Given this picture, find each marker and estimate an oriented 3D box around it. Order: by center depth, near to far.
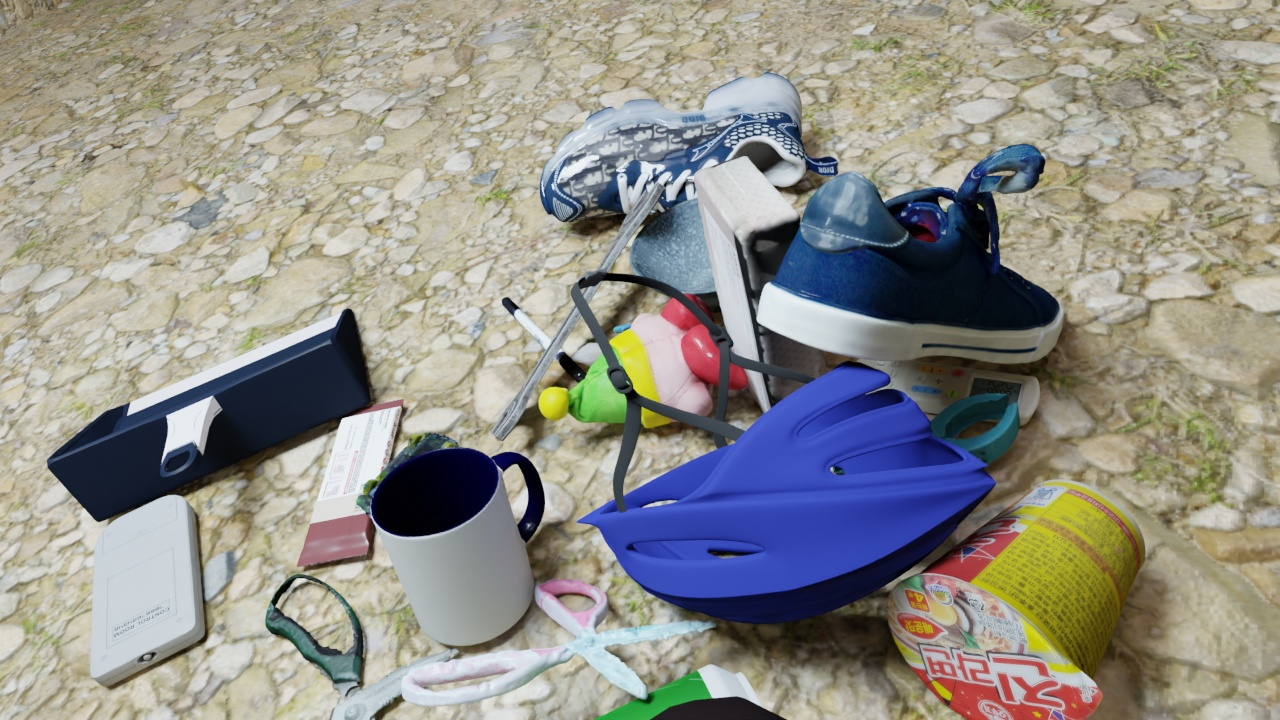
[{"bbox_3d":[-0.084,-0.020,0.786,0.011,0.011,0.152,-32,42,-15],"label":"marker"}]

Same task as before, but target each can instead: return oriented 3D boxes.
[{"bbox_3d":[0.001,0.212,0.439,0.140,0.088,0.087,-23,41,-6],"label":"can"}]

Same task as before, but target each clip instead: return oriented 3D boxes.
[{"bbox_3d":[0.191,0.063,0.576,0.116,0.026,0.097,-30,44,-2],"label":"clip"}]

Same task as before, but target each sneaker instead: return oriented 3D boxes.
[{"bbox_3d":[0.193,-0.066,0.560,0.293,0.127,0.121,1,19,-46],"label":"sneaker"},{"bbox_3d":[0.042,-0.173,0.854,0.269,0.103,0.132,-17,48,-3],"label":"sneaker"}]

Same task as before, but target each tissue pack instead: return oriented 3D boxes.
[{"bbox_3d":[0.090,-0.046,0.621,0.071,0.181,0.103,-23,40,-1],"label":"tissue pack"}]

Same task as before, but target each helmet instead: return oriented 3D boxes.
[{"bbox_3d":[0.055,0.035,0.519,0.242,0.227,0.147,-22,-1,33],"label":"helmet"}]

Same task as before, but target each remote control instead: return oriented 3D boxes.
[{"bbox_3d":[0.207,0.019,0.633,0.126,0.018,0.038,9,48,27],"label":"remote control"},{"bbox_3d":[-0.364,0.163,0.678,0.074,0.019,0.151,-26,42,-10],"label":"remote control"}]

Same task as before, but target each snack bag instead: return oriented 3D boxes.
[{"bbox_3d":[-0.222,0.091,0.711,0.057,0.013,0.157,-12,41,8],"label":"snack bag"}]

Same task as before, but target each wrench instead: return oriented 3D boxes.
[{"bbox_3d":[-0.048,-0.046,0.750,0.272,0.010,0.070,-60,13,-26],"label":"wrench"}]

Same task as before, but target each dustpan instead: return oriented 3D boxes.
[{"bbox_3d":[-0.352,0.036,0.753,0.236,0.080,0.273,-24,37,-7],"label":"dustpan"}]

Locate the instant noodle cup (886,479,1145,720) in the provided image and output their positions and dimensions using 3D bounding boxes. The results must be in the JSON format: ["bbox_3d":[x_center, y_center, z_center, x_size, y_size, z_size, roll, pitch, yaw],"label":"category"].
[{"bbox_3d":[0.200,0.120,0.475,0.100,0.100,0.112,25,48,38],"label":"instant noodle cup"}]

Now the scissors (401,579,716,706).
[{"bbox_3d":[-0.048,0.157,0.505,0.176,0.013,0.171,-8,8,-24],"label":"scissors"}]

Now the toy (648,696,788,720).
[{"bbox_3d":[0.054,0.217,0.339,0.140,0.159,0.184,-10,79,-13],"label":"toy"}]

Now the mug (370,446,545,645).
[{"bbox_3d":[-0.104,0.107,0.582,0.079,0.097,0.111,20,45,36],"label":"mug"}]

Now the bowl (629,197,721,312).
[{"bbox_3d":[0.063,-0.078,0.762,0.137,0.057,0.136,-10,41,9],"label":"bowl"}]

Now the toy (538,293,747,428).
[{"bbox_3d":[-0.004,0.004,0.676,0.131,0.096,0.124,-39,48,16],"label":"toy"}]

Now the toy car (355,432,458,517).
[{"bbox_3d":[-0.171,0.088,0.684,0.039,0.027,0.089,13,42,25],"label":"toy car"}]

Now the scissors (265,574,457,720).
[{"bbox_3d":[-0.216,0.214,0.571,0.201,0.015,0.205,-31,42,-17],"label":"scissors"}]
